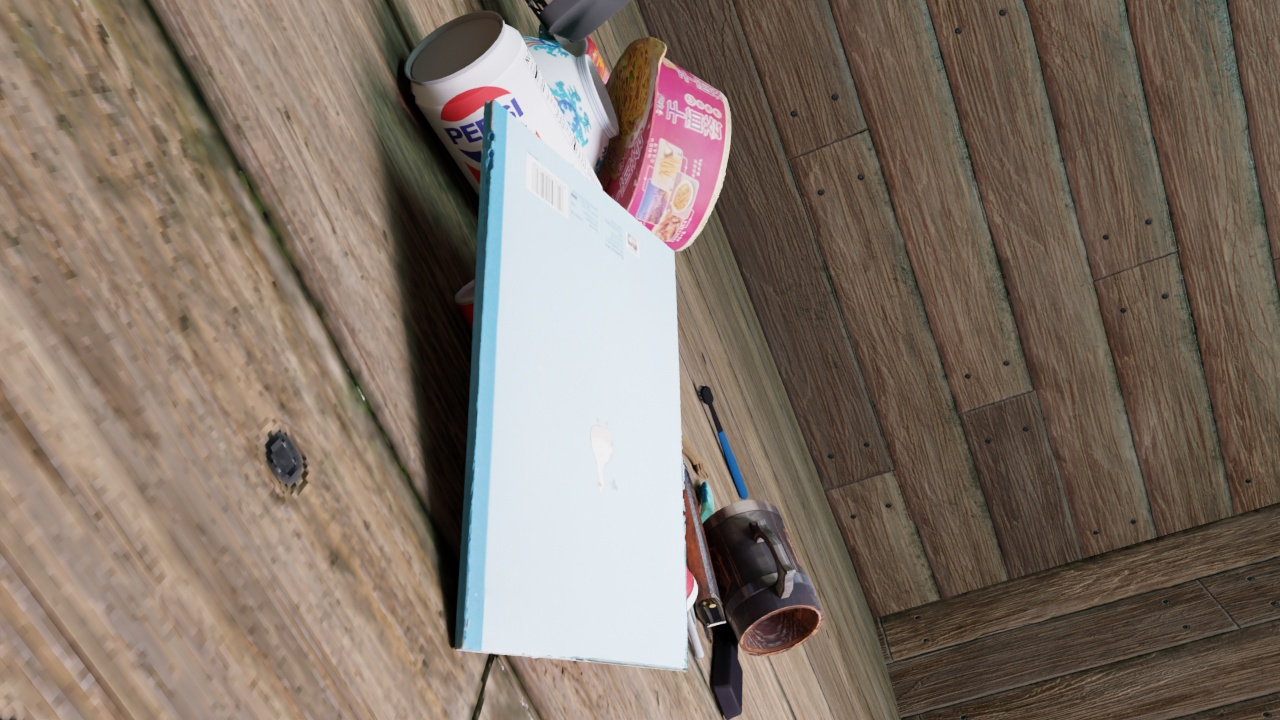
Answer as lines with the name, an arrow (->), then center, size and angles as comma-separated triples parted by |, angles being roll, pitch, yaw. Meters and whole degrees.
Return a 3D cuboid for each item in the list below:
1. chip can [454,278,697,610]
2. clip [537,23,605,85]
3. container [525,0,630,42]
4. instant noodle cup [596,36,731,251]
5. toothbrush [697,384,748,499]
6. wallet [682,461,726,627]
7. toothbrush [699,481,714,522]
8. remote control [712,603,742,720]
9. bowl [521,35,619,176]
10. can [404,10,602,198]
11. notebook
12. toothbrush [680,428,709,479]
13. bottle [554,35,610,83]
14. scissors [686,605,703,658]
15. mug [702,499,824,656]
chip can -> -0.031, 0.050, 0.503 | 0.051, 0.052, 0.215 | -82, 150, -67
clip -> -0.048, -0.247, 0.823 | 0.130, 0.121, 0.031 | 76, 11, -50
container -> -0.023, -0.381, 0.741 | 0.130, 0.242, 0.162 | 52, 14, -9
instant noodle cup -> 0.011, -0.165, 0.757 | 0.179, 0.077, 0.178 | -169, -89, -70
toothbrush -> 0.106, 0.106, 1.166 | 0.014, 0.014, 0.168 | 17, -47, 60
wallet -> 0.044, 0.151, 0.758 | 0.072, 0.019, 0.123 | 72, 5, -57
toothbrush -> 0.063, 0.143, 0.888 | 0.135, 0.017, 0.022 | -58, 127, -76
remote control -> 0.074, 0.245, 0.763 | 0.136, 0.015, 0.032 | -62, 131, -75
bowl -> -0.063, -0.192, 0.713 | 0.143, 0.074, 0.144 | -19, 89, -79
can -> -0.078, -0.132, 0.546 | 0.132, 0.070, 0.070 | 59, 16, -45
notebook -> -0.024, 0.019, 0.460 | 0.181, 0.009, 0.253 | 32, 51, -53
toothbrush -> 0.042, 0.083, 0.896 | 0.167, 0.016, 0.016 | 53, 20, -58
bottle -> -0.051, -0.265, 0.936 | 0.137, 0.062, 0.062 | 55, 19, -56
scissors -> 0.025, 0.143, 0.711 | 0.141, 0.014, 0.162 | -68, 143, -82
mug -> 0.102, 0.174, 0.777 | 0.107, 0.080, 0.116 | -112, -164, -44
